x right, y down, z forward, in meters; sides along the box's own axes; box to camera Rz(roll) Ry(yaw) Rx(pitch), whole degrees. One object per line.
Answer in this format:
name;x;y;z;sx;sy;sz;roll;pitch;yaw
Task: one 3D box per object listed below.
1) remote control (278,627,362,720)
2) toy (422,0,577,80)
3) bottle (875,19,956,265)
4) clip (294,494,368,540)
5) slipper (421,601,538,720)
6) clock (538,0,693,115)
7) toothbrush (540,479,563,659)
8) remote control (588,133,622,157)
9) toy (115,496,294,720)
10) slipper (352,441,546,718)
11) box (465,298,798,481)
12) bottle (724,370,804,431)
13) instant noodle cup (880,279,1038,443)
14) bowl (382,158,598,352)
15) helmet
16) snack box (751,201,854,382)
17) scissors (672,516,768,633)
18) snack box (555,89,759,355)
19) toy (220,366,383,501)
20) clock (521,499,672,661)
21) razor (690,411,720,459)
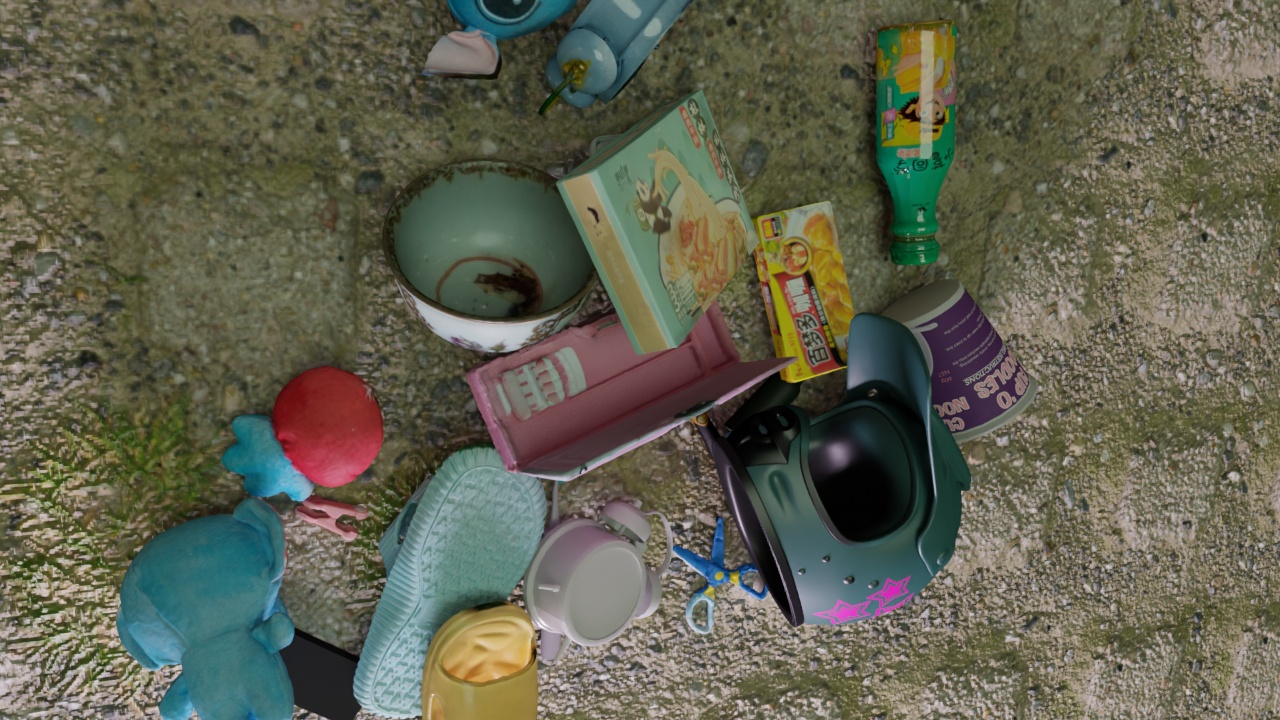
remote control;-0.292;0.263;0.784;0.133;0.013;0.058;36;90;-24
toy;-0.127;-0.304;0.644;0.191;0.099;0.223;31;79;-18
bottle;0.246;-0.192;0.823;0.068;0.068;0.210;-10;107;-17
clip;-0.256;0.132;0.760;0.060;0.023;0.045;0;103;-25
slipper;-0.135;0.322;0.789;0.099;0.078;0.264;-9;125;-41
clock;-0.019;-0.242;0.691;0.060;0.118;0.162;39;82;-13
toothbrush;-0.079;0.184;0.836;0.019;0.018;0.188;-3;105;-21
remote control;-0.010;-0.120;0.760;0.050;0.022;0.133;-9;90;-17
toy;-0.312;0.202;0.700;0.183;0.114;0.180;-38;78;11
slipper;-0.167;0.184;0.780;0.116;0.069;0.276;20;106;-25
box;-0.003;0.005;0.724;0.232;0.116;0.106;-24;93;-28
bottle;0.131;0.028;0.861;0.123;0.033;0.033;-46;114;-4
instant noodle cup;0.285;-0.001;0.872;0.137;0.122;0.122;-32;103;0
bowl;-0.113;-0.066;0.705;0.159;0.159;0.094;-8;148;-18
helmet;0.186;0.105;0.806;0.200;0.176;0.275;-25;129;-5
snack box;0.150;-0.062;0.831;0.075;0.025;0.152;-15;97;-15
scissors;0.071;0.216;0.903;0.125;0.016;0.123;37;88;-25
snack box;0.022;-0.113;0.718;0.193;0.044;0.141;-50;122;-48
toy;-0.262;0.061;0.720;0.133;0.062;0.092;-28;98;8
clock;-0.033;0.190;0.826;0.158;0.061;0.120;-26;117;-37
razor;0.047;0.038;0.842;0.044;0.021;0.144;-34;115;-8
